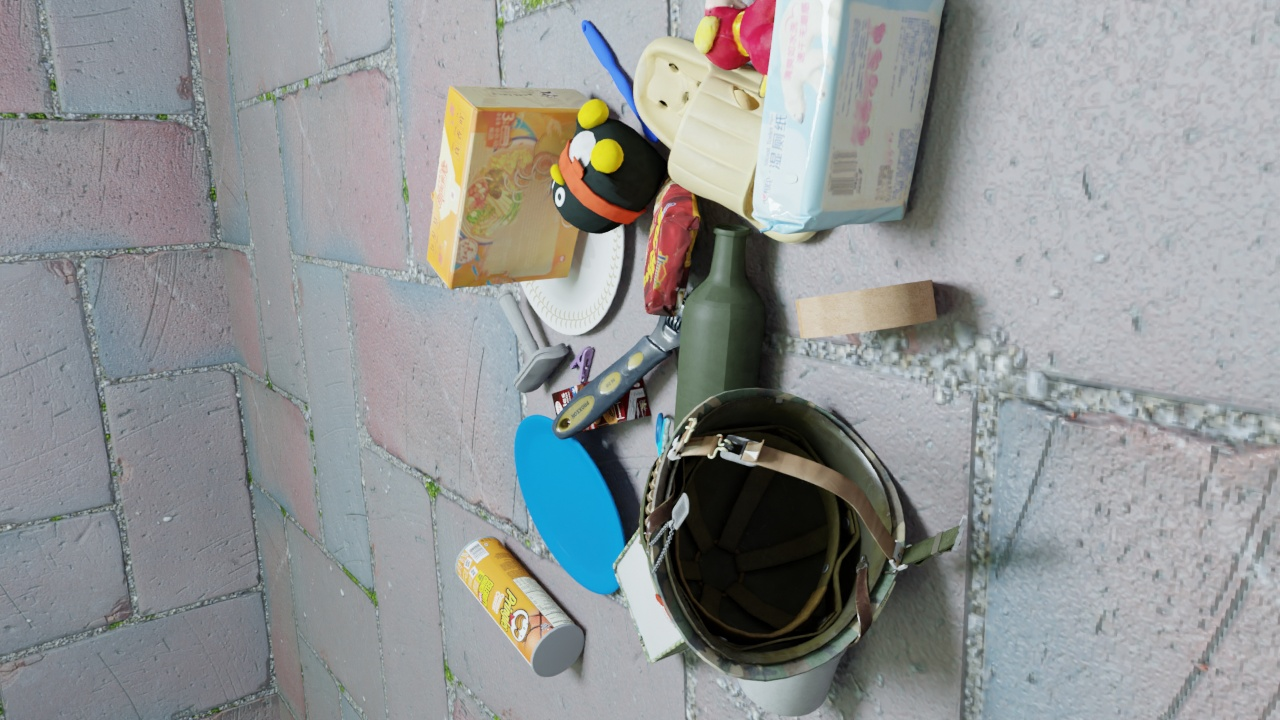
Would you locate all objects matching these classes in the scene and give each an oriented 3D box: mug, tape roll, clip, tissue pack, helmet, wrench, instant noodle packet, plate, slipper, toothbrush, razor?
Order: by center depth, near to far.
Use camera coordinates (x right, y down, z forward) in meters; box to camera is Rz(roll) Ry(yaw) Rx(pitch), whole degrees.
[{"bbox_3d":[0.137,-0.177,0.618,0.070,0.111,0.182,28,120,48],"label":"tissue pack"},{"bbox_3d":[0.157,-0.036,0.641,0.094,0.093,0.027,-5,94,55],"label":"tape roll"},{"bbox_3d":[0.096,0.122,0.673,0.192,0.223,0.237,26,134,-2],"label":"helmet"},{"bbox_3d":[0.057,-0.195,0.760,0.261,0.079,0.112,48,131,37],"label":"slipper"},{"bbox_3d":[0.119,0.236,0.778,0.113,0.084,0.071,48,137,48],"label":"mug"},{"bbox_3d":[0.027,-0.104,0.814,0.135,0.039,0.099,-86,10,-63],"label":"instant noodle packet"},{"bbox_3d":[-0.019,-0.277,0.902,0.182,0.018,0.016,62,142,28],"label":"toothbrush"},{"bbox_3d":[-0.005,0.006,0.903,0.274,0.022,0.073,-42,73,36],"label":"wrench"},{"bbox_3d":[-0.083,-0.149,1.020,0.243,0.016,0.243,19,113,52],"label":"plate"},{"bbox_3d":[-0.068,0.002,1.042,0.046,0.014,0.050,33,127,50],"label":"clip"},{"bbox_3d":[-0.078,0.164,1.068,0.224,0.024,0.225,34,135,41],"label":"plate"},{"bbox_3d":[-0.139,-0.032,1.095,0.116,0.047,0.088,62,142,15],"label":"razor"}]

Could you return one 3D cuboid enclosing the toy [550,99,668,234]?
[{"bbox_3d":[-0.038,-0.167,0.868,0.119,0.099,0.097,-43,46,32],"label":"toy"}]

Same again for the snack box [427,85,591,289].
[{"bbox_3d":[-0.136,-0.180,0.943,0.080,0.144,0.196,47,134,38],"label":"snack box"}]

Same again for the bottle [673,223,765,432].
[{"bbox_3d":[0.069,-0.012,0.789,0.071,0.071,0.207,28,121,49],"label":"bottle"}]

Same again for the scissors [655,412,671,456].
[{"bbox_3d":[0.021,0.090,0.884,0.134,0.012,0.134,93,179,-47],"label":"scissors"}]

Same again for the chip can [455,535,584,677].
[{"bbox_3d":[-0.162,0.316,1.199,0.215,0.075,0.075,33,124,47],"label":"chip can"}]

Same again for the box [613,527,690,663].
[{"bbox_3d":[0.028,0.219,0.885,0.206,0.050,0.117,113,139,-61],"label":"box"}]

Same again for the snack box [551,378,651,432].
[{"bbox_3d":[-0.046,0.048,1.004,0.141,0.031,0.051,-19,83,55],"label":"snack box"}]

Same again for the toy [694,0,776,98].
[{"bbox_3d":[0.101,-0.249,0.693,0.138,0.067,0.105,4,79,47],"label":"toy"}]
